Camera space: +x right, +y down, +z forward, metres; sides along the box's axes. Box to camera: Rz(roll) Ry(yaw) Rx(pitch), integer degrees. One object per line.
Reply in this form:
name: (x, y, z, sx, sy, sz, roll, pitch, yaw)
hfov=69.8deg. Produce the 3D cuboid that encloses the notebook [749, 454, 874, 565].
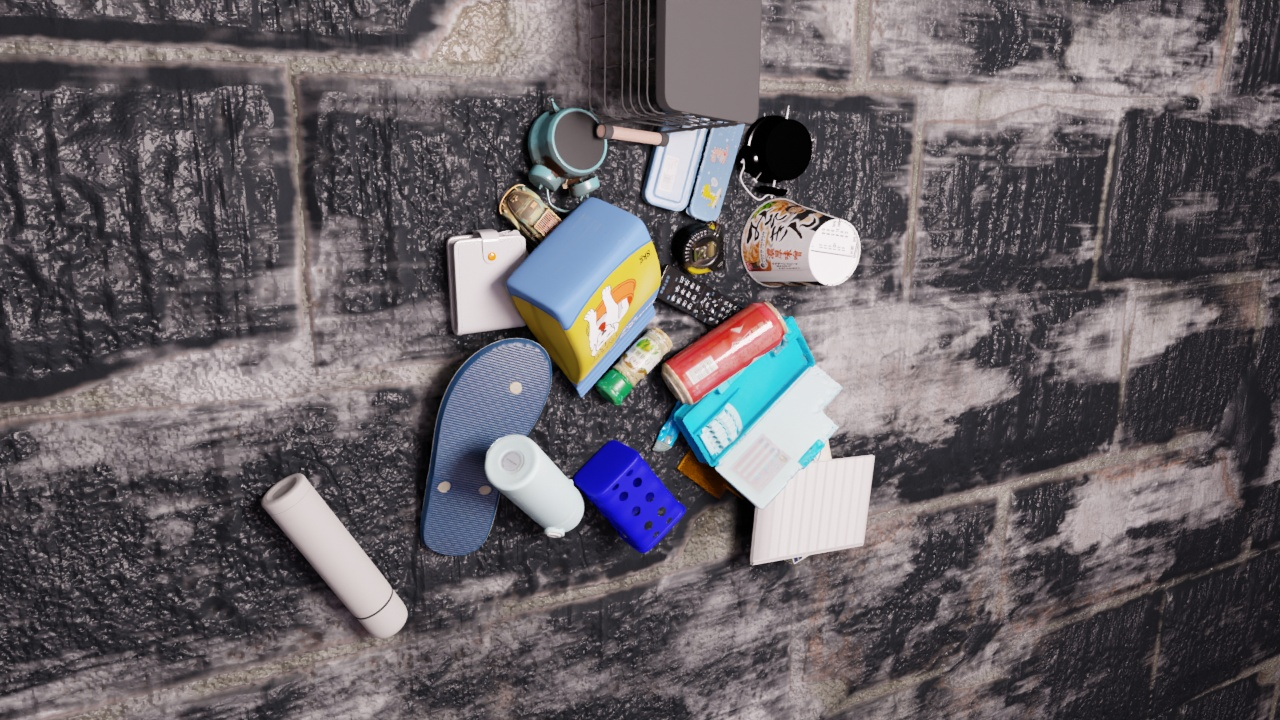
notebook: (0.252, 0.215, 1.333, 0.209, 0.009, 0.143, -2, 103, -30)

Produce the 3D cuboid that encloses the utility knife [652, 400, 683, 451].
utility knife: (0.065, 0.048, 1.249, 0.031, 0.015, 0.174, 27, 87, -37)

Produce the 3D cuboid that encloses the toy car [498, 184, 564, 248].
toy car: (-0.114, -0.156, 1.074, 0.112, 0.047, 0.047, 44, 78, -32)

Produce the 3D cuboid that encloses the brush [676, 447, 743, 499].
brush: (0.108, 0.167, 1.301, 0.126, 0.017, 0.048, 39, 82, -31)

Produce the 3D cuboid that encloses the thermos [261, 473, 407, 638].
thermos: (-0.340, 0.227, 1.040, 0.052, 0.052, 0.224, -37, 118, -17)

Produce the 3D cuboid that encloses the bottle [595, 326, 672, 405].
bottle: (-0.007, 0.007, 1.180, 0.111, 0.043, 0.043, -46, 120, -13)

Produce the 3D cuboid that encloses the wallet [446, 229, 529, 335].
wallet: (-0.164, -0.094, 1.069, 0.115, 0.037, 0.118, -9, 110, -28)

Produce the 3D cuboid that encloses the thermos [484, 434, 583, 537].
thermos: (-0.120, 0.152, 1.086, 0.207, 0.065, 0.077, 65, 25, -63)

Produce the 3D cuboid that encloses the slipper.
slipper: (-0.196, 0.099, 1.090, 0.118, 0.060, 0.295, 11, 110, -26)

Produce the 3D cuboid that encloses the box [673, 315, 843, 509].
box: (0.173, 0.070, 1.273, 0.226, 0.072, 0.182, -42, 97, -20)

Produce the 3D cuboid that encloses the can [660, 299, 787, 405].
can: (0.110, -0.011, 1.212, 0.170, 0.067, 0.067, -35, 117, -6)

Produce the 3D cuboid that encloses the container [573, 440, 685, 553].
container: (-0.016, 0.175, 1.193, 0.084, 0.085, 0.113, -45, 118, -14)

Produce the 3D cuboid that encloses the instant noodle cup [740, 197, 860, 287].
instant noodle cup: (0.219, -0.150, 1.222, 0.123, 0.122, 0.124, -8, 106, -28)

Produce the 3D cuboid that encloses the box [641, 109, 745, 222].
box: (0.080, -0.286, 1.161, 0.127, 0.034, 0.209, 11, 98, -30)

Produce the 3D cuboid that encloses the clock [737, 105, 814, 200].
clock: (0.177, -0.269, 1.215, 0.091, 0.042, 0.120, 43, 80, -31)

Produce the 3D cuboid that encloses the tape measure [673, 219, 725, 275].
tape measure: (0.077, -0.145, 1.187, 0.062, 0.038, 0.067, -16, 122, -20)

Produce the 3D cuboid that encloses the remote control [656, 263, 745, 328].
remote control: (0.077, -0.079, 1.220, 0.150, 0.022, 0.047, 26, 89, -34)

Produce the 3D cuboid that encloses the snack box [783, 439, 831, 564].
snack box: (0.230, 0.185, 1.353, 0.104, 0.057, 0.208, -24, 114, -23)

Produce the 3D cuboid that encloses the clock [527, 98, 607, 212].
clock: (-0.084, -0.235, 1.064, 0.090, 0.053, 0.124, 2, 89, -32)

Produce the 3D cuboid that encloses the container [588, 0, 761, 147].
container: (0.034, -0.371, 1.027, 0.162, 0.130, 0.241, -6, 100, -46)

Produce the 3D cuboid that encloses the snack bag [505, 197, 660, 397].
snack bag: (-0.051, -0.065, 1.096, 0.158, 0.102, 0.205, -49, 147, -19)
